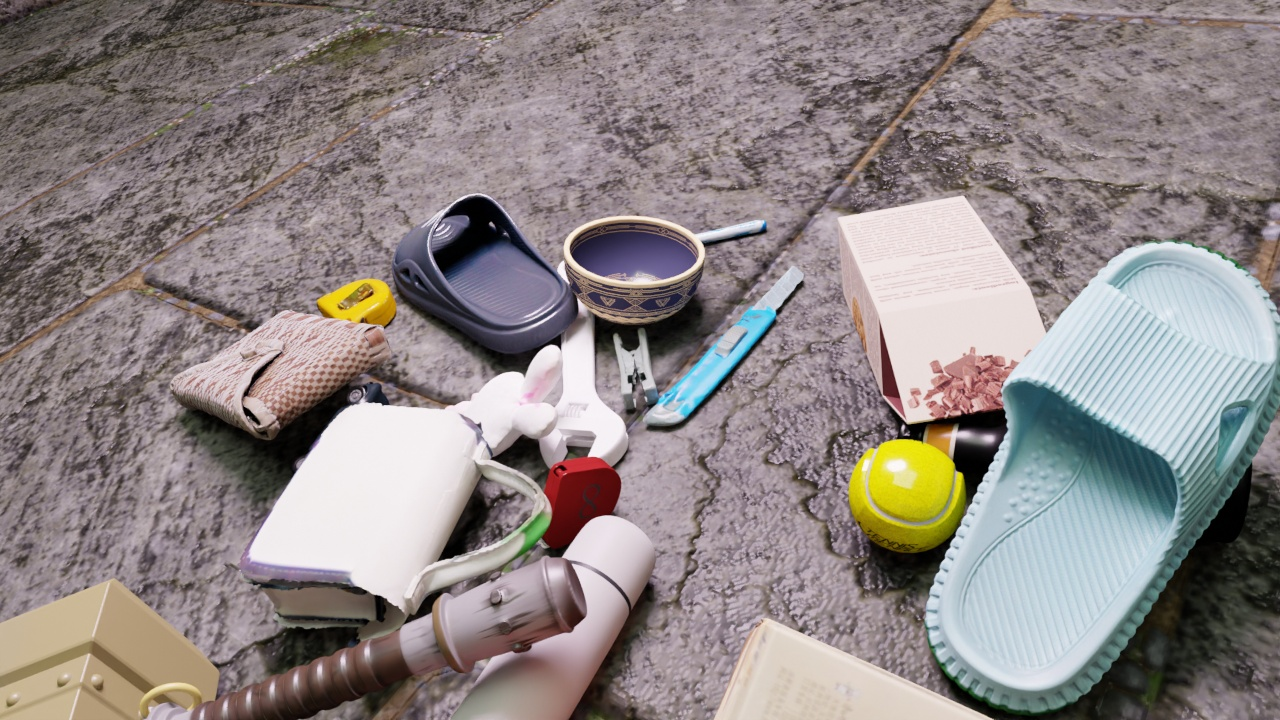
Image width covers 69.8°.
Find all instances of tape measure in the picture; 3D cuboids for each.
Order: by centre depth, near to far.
[{"bbox_3d":[-0.040,0.091,0.594,0.051,0.059,0.019,-4,29,-38],"label":"tape measure"},{"bbox_3d":[-0.253,-0.049,0.835,0.058,0.030,0.068,-37,45,-23],"label":"tape measure"}]

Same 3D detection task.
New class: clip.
[{"bbox_3d":[-0.004,0.004,0.703,0.043,0.023,0.075,-11,42,1],"label":"clip"}]

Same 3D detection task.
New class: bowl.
[{"bbox_3d":[-0.006,-0.065,0.747,0.112,0.061,0.112,2,36,-1],"label":"bowl"}]

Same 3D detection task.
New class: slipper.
[{"bbox_3d":[0.237,0.050,0.467,0.116,0.069,0.276,29,81,27],"label":"slipper"},{"bbox_3d":[-0.154,-0.091,0.808,0.110,0.083,0.268,-34,39,-19],"label":"slipper"}]

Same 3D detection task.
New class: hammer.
[{"bbox_3d":[-0.182,0.173,0.464,0.325,0.101,0.190,-22,40,2],"label":"hammer"}]

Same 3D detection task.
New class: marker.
[{"bbox_3d":[0.044,-0.108,0.829,0.142,0.013,0.013,-12,40,2],"label":"marker"}]

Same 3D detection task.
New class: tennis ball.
[{"bbox_3d":[0.154,0.079,0.533,0.065,0.065,0.065,-8,40,7],"label":"tennis ball"}]

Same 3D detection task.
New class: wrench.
[{"bbox_3d":[-0.050,-0.008,0.736,0.066,0.018,0.272,-11,38,4],"label":"wrench"}]

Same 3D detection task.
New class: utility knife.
[{"bbox_3d":[0.072,-0.015,0.710,0.031,0.015,0.206,22,50,30],"label":"utility knife"}]

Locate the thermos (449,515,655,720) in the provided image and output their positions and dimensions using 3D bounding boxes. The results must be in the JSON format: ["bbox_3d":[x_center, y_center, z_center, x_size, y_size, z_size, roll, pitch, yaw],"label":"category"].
[{"bbox_3d":[-0.060,0.177,0.492,0.052,0.052,0.223,12,46,28],"label":"thermos"}]

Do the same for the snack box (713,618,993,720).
[{"bbox_3d":[0.072,0.216,0.314,0.153,0.055,0.207,22,72,11],"label":"snack box"}]

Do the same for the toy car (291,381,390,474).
[{"bbox_3d":[-0.215,0.065,0.675,0.034,0.046,0.111,4,45,23],"label":"toy car"}]

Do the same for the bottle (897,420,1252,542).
[{"bbox_3d":[0.243,0.059,0.535,0.182,0.059,0.059,8,44,25],"label":"bottle"}]

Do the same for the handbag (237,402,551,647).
[{"bbox_3d":[-0.138,0.105,0.583,0.176,0.074,0.150,0,41,17],"label":"handbag"}]

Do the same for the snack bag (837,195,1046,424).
[{"bbox_3d":[0.204,-0.030,0.629,0.094,0.070,0.206,-10,35,6],"label":"snack bag"}]

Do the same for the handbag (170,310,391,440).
[{"bbox_3d":[-0.297,0.004,0.742,0.186,0.047,0.123,9,39,46],"label":"handbag"}]

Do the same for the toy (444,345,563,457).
[{"bbox_3d":[-0.101,0.038,0.668,0.126,0.037,0.075,-22,43,36],"label":"toy"}]
